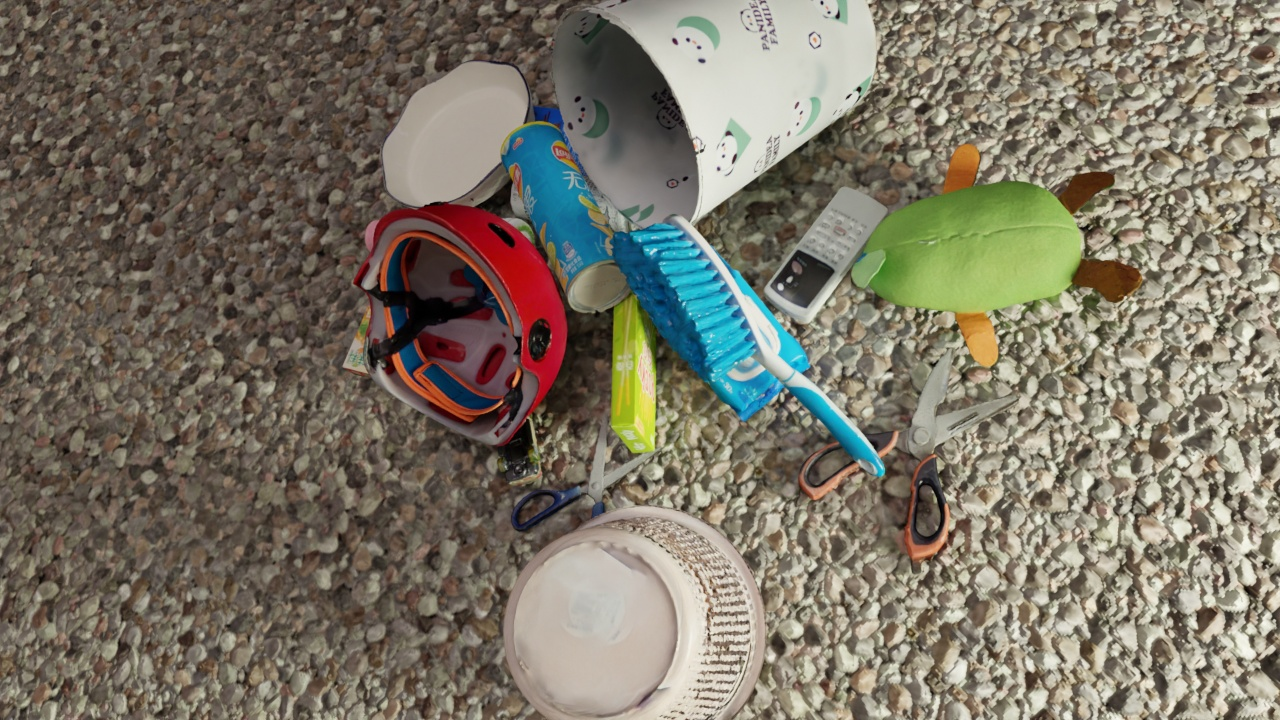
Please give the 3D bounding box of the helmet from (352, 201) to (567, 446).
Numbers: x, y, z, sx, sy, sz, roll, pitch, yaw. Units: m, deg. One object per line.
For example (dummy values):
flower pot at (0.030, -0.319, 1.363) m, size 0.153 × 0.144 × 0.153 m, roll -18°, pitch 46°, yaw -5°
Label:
helmet at (-0.158, -0.053, 0.890) m, size 0.207 × 0.240 × 0.143 m, roll 23°, pitch 37°, yaw 21°

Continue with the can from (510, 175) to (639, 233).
can at (-0.067, -0.175, 1.011) m, size 0.147 × 0.058 × 0.058 m, roll 13°, pitch 74°, yaw 19°

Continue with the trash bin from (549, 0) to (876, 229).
trash bin at (0.078, -0.278, 0.900) m, size 0.251 × 0.230 × 0.229 m, roll -33°, pitch 64°, yaw -21°

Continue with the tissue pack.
tissue pack at (0.086, -0.026, 0.894) m, size 0.095 × 0.052 × 0.157 m, roll -40°, pitch 94°, yaw -1°

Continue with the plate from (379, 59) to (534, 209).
plate at (-0.208, -0.255, 1.066) m, size 0.205 × 0.045 × 0.204 m, roll -12°, pitch 60°, yaw 21°

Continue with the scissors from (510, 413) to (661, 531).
scissors at (-0.053, 0.138, 0.918) m, size 0.162 × 0.012 × 0.175 m, roll -12°, pitch 66°, yaw 10°

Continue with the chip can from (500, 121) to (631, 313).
chip can at (-0.076, -0.147, 0.917) m, size 0.071 × 0.071 × 0.210 m, roll -29°, pitch 57°, yaw 3°

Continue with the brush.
brush at (0.099, -0.005, 0.828) m, size 0.109 × 0.061 × 0.314 m, roll -29°, pitch 83°, yaw -33°

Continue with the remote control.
remote control at (0.189, -0.110, 0.939) m, size 0.058 × 0.021 × 0.150 m, roll 34°, pitch 81°, yaw 23°

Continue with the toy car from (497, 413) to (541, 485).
toy car at (-0.126, 0.085, 0.945) m, size 0.042 × 0.035 × 0.090 m, roll -20°, pitch 58°, yaw 6°

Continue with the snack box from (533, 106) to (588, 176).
snack box at (-0.073, -0.243, 1.055) m, size 0.157 × 0.026 × 0.084 m, roll 13°, pitch 74°, yaw 19°

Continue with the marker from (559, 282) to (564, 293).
marker at (-0.030, -0.110, 0.998) m, size 0.131 × 0.022 × 0.018 m, roll -28°, pitch 30°, yaw 5°

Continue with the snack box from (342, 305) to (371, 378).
snack box at (-0.246, -0.008, 1.014) m, size 0.156 × 0.027 × 0.077 m, roll 12°, pitch 74°, yaw 19°

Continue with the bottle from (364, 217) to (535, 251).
bottle at (-0.218, -0.131, 1.034) m, size 0.197 × 0.068 × 0.068 m, roll 7°, pitch 72°, yaw 21°

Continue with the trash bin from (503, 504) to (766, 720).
trash bin at (-0.014, 0.224, 0.770) m, size 0.228 × 0.192 × 0.227 m, roll -3°, pitch 74°, yaw 11°

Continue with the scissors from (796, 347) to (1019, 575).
scissors at (0.247, 0.086, 0.856) m, size 0.189 × 0.015 × 0.225 m, roll 7°, pitch 71°, yaw 17°

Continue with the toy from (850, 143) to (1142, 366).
toy at (0.324, -0.105, 0.865) m, size 0.247 × 0.090 × 0.226 m, roll -5°, pitch 68°, yaw 17°

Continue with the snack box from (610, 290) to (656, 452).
snack box at (-0.005, 0.005, 0.910) m, size 0.026 × 0.086 × 0.156 m, roll -5°, pitch 66°, yaw 14°
